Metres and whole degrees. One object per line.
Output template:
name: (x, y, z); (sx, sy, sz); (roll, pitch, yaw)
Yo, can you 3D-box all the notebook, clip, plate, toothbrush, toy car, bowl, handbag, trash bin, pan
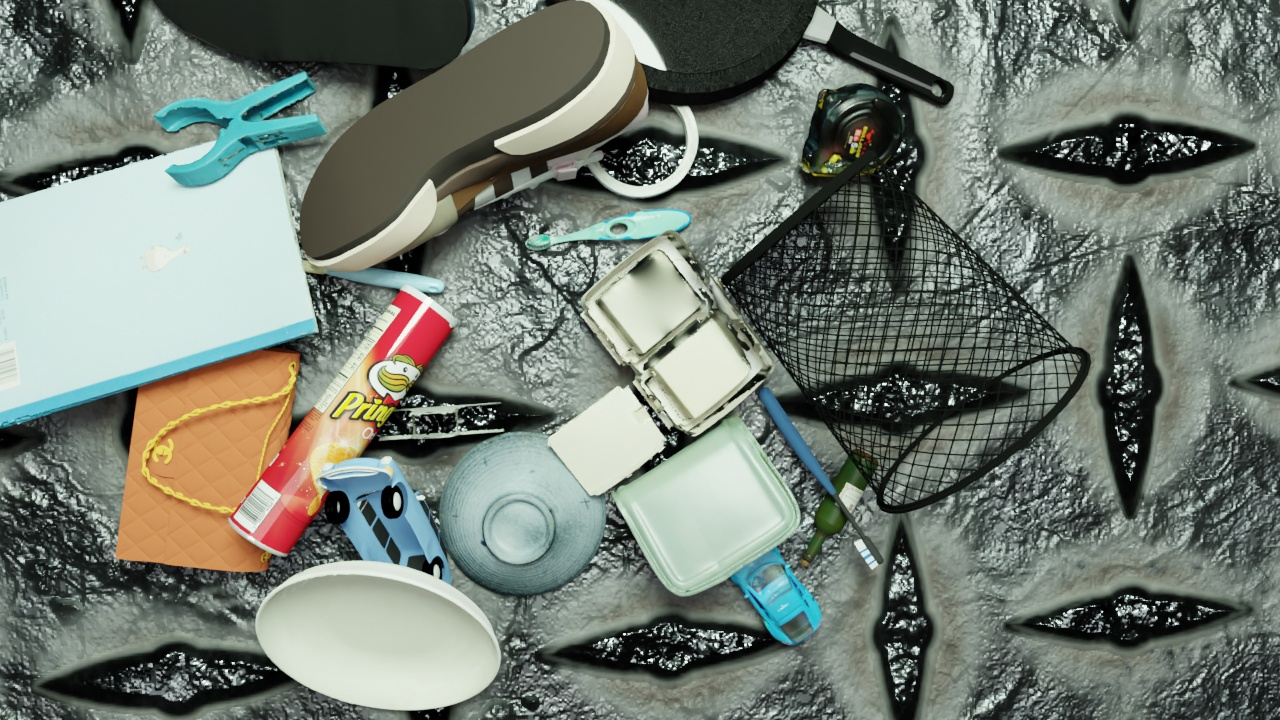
notebook: (-0.382, -0.065, 0.687); (0.253, 0.009, 0.181); (-17, 74, -2)
clip: (-0.302, -0.160, 0.693); (0.130, 0.030, 0.120); (-2, 70, 1)
plate: (-0.195, 0.205, 0.699); (0.182, 0.034, 0.183); (2, 130, 2)
toothbrush: (-0.232, -0.068, 0.723); (0.155, 0.016, 0.022); (7, 125, -4)
toy car: (0.107, 0.187, 0.754); (0.048, 0.032, 0.105); (-35, 94, -1)
bowl: (-0.094, 0.127, 0.724); (0.137, 0.057, 0.137); (0, 93, -4)
clip: (-0.161, 0.040, 0.718); (0.102, 0.060, 0.052); (-5, 75, -4)
handbag: (0.054, 0.117, 0.726); (0.122, 0.067, 0.106); (-32, 77, -2)
toothbrush: (-0.025, -0.104, 0.733); (0.135, 0.017, 0.022); (-9, 91, -3)
handbag: (-0.329, 0.071, 0.706); (0.109, 0.060, 0.172); (9, 93, -8)
toy car: (-0.187, 0.125, 0.691); (0.056, 0.054, 0.153); (-7, 130, 9)
trash bin: (0.181, -0.028, 0.677); (0.184, 0.184, 0.210); (-41, 90, -1)
toothbrush: (0.144, 0.093, 0.740); (0.014, 0.014, 0.167); (-35, 80, 10)
pan: (0.094, -0.287, 0.718); (0.356, 0.034, 0.225); (24, 88, -6)

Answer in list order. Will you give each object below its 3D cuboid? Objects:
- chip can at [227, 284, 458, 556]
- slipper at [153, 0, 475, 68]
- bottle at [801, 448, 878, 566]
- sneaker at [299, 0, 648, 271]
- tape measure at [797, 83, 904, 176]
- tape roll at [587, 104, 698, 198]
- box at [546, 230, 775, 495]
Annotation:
chip can: (-0.221, 0.043, 0.691); (0.052, 0.052, 0.214); (35, 79, -5)
slipper: (-0.241, -0.285, 0.684); (0.266, 0.083, 0.109); (11, 131, 8)
bottle: (0.161, 0.123, 0.756); (0.025, 0.025, 0.106); (29, 91, -5)
sneaker: (-0.120, -0.148, 0.690); (0.294, 0.116, 0.111); (-30, 61, 17)
tape measure: (0.167, -0.180, 0.720); (0.072, 0.042, 0.072); (4, 118, -8)
tape roll: (-0.001, -0.177, 0.732); (0.093, 0.013, 0.093); (0, 93, -4)
box: (-0.005, 0.005, 0.722); (0.184, 0.044, 0.143); (-38, 98, -8)
